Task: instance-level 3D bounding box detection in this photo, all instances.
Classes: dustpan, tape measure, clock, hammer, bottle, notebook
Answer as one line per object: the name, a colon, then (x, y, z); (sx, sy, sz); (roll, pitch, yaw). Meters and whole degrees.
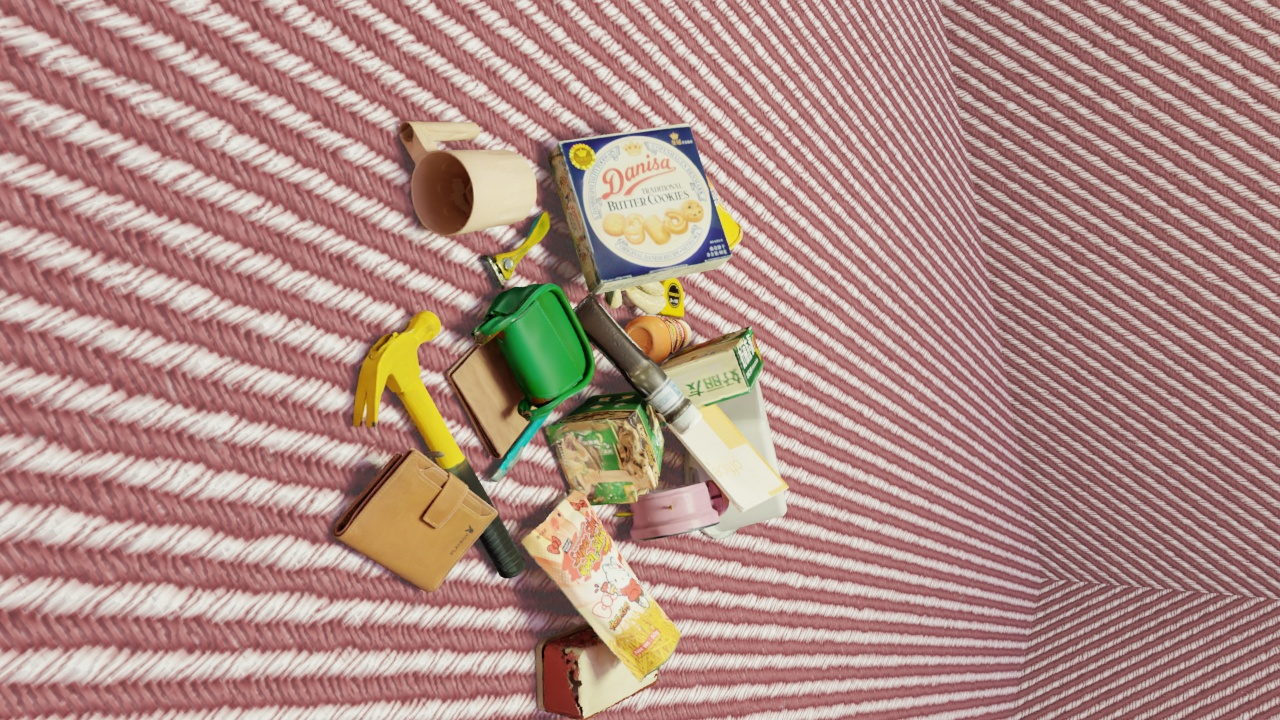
dustpan: (0.142, 0.152, 1.440); (0.257, 0.143, 0.223); (-84, 160, -71)
tape measure: (0.036, -0.088, 1.280); (0.060, 0.029, 0.057); (4, 85, -56)
clock: (0.052, 0.195, 1.212); (0.158, 0.117, 0.059); (-1, 77, -54)
hammer: (-0.191, 0.105, 0.930); (0.128, 0.033, 0.301); (-52, 129, -43)
bottle: (-0.006, 0.006, 1.068); (0.195, 0.044, 0.080); (46, -1, -4)
bottle: (0.031, -0.032, 1.246); (0.149, 0.067, 0.067); (-14, 100, -63)
notebook: (0.106, 0.115, 1.271); (0.206, 0.010, 0.145); (50, 28, 19)

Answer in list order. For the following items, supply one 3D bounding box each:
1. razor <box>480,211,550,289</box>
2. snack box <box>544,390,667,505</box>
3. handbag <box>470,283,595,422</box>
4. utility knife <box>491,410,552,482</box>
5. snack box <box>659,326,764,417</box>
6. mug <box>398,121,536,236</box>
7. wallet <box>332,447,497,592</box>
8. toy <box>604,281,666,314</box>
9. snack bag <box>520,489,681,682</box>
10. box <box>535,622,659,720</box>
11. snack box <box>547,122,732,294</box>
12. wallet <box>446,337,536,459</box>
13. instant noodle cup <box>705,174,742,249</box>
razor: (-0.132, -0.134, 1.041); (0.043, 0.028, 0.132); (62, 40, -27)
snack box: (-0.032, 0.097, 1.111); (0.105, 0.118, 0.118); (-58, 136, -57)
handbag: (-0.118, -0.013, 0.999); (0.119, 0.068, 0.131); (-47, 121, -46)
utility knife: (-0.127, 0.087, 1.035); (0.150, 0.013, 0.029); (-56, 171, -41)
snack box: (0.093, 0.011, 1.208); (0.239, 0.114, 0.063); (-34, 105, -76)
mug: (-0.178, -0.191, 0.940); (0.103, 0.084, 0.124); (-23, 80, -56)
wallet: (-0.207, 0.147, 0.874); (0.119, 0.035, 0.130); (-48, 132, -7)
toy: (-0.015, -0.110, 1.175); (0.157, 0.066, 0.105); (40, 53, -52)
snack bag: (-0.042, 0.254, 1.044); (0.208, 0.073, 0.128); (55, 30, -3)
box: (-0.041, 0.360, 1.093); (0.168, 0.081, 0.091); (1, 87, -56)
snack box: (0.000, -0.186, 1.107); (0.177, 0.046, 0.182); (-15, 83, -25)
wallet: (-0.156, 0.033, 1.000); (0.101, 0.020, 0.115); (-56, 129, -45)
instant noodle cup: (0.054, -0.191, 1.232); (0.137, 0.138, 0.110); (-50, 119, -45)
